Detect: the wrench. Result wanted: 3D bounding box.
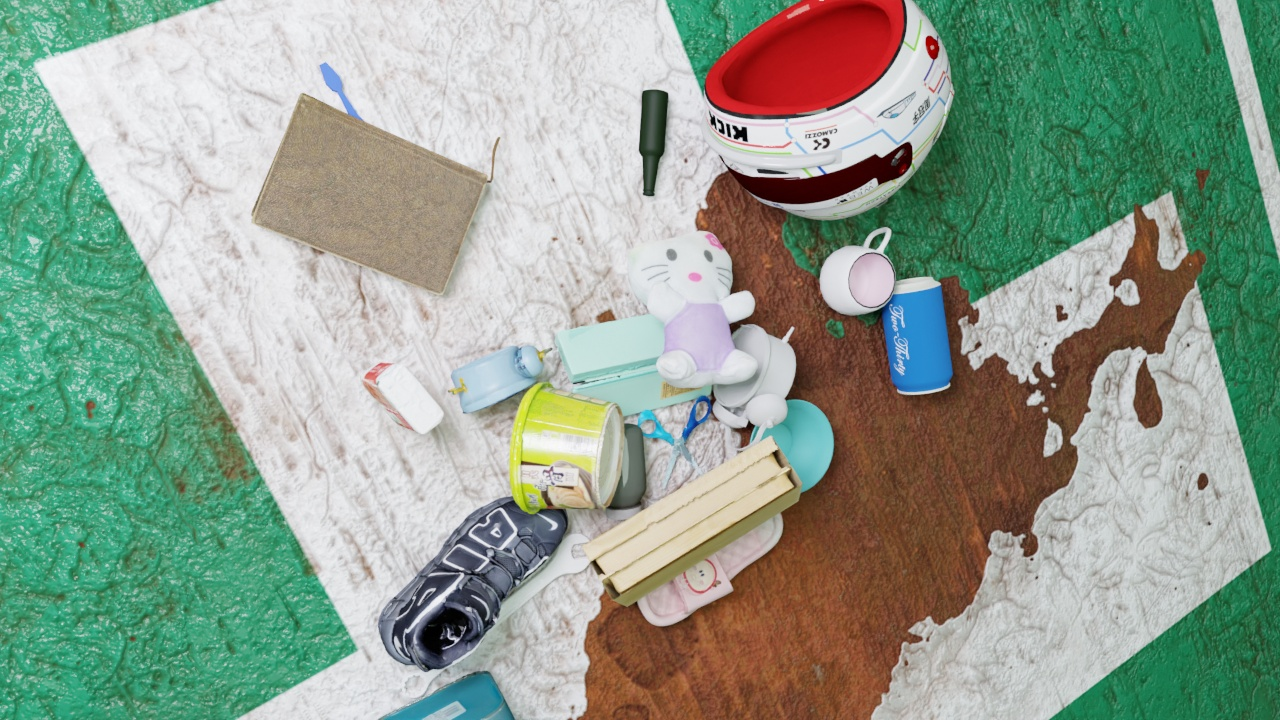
[{"bbox_3d":[-0.167,0.301,1.087,0.273,0.009,0.047,-38,106,-14],"label":"wrench"}]

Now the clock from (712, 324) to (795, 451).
[{"bbox_3d":[0.134,0.032,1.123,0.061,0.120,0.159,20,76,-26],"label":"clock"}]

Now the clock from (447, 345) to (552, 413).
[{"bbox_3d":[-0.154,0.015,1.027,0.124,0.089,0.051,-25,96,-15],"label":"clock"}]

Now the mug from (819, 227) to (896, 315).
[{"bbox_3d":[0.284,-0.118,1.186,0.090,0.076,0.123,30,84,-20],"label":"mug"}]

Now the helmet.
[{"bbox_3d":[0.218,-0.278,1.065,0.314,0.231,0.236,-41,141,-17],"label":"helmet"}]

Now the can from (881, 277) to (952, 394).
[{"bbox_3d":[0.367,-0.034,1.222,0.078,0.079,0.146,-14,99,-19],"label":"can"}]

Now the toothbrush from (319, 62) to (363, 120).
[{"bbox_3d":[-0.293,-0.235,0.997,0.016,0.011,0.187,-34,108,-15],"label":"toothbrush"}]

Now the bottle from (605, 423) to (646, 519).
[{"bbox_3d":[-0.023,0.132,1.100,0.060,0.060,0.108,-6,96,-20],"label":"bottle"}]

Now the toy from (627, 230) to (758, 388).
[{"bbox_3d":[0.061,-0.059,1.070,0.137,0.086,0.209,-2,57,-14],"label":"toy"}]

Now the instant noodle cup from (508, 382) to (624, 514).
[{"bbox_3d":[-0.077,0.100,1.014,0.098,0.146,0.146,5,93,11],"label":"instant noodle cup"}]

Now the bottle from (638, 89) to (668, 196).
[{"bbox_3d":[0.014,-0.259,1.096,0.033,0.033,0.123,2,94,-21],"label":"bottle"}]

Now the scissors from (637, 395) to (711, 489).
[{"bbox_3d":[0.053,0.096,1.143,0.127,0.014,0.127,-41,114,-10],"label":"scissors"}]

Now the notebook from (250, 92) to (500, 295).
[{"bbox_3d":[-0.277,-0.192,0.984,0.215,0.034,0.190,23,91,-20],"label":"notebook"}]

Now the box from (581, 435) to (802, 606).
[{"bbox_3d":[0.065,0.190,1.066,0.249,0.128,0.092,-31,81,-4],"label":"box"}]

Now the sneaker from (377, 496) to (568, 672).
[{"bbox_3d":[-0.173,0.244,1.004,0.252,0.151,0.097,-42,106,-15],"label":"sneaker"}]

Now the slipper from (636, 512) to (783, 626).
[{"bbox_3d":[0.088,0.246,1.154,0.221,0.056,0.107,-32,103,-16],"label":"slipper"}]

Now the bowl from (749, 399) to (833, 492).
[{"bbox_3d":[0.184,0.109,1.183,0.121,0.046,0.121,-2,95,-21],"label":"bowl"}]

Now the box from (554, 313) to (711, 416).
[{"bbox_3d":[-0.005,0.005,1.113,0.187,0.078,0.113,-14,128,-18],"label":"box"}]

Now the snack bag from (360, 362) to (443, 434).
[{"bbox_3d":[-0.255,0.038,0.976,0.036,0.116,0.077,-43,108,-19],"label":"snack bag"}]

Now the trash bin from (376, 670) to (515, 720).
[{"bbox_3d":[-0.187,0.487,1.006,0.196,0.199,0.218,-22,95,-18],"label":"trash bin"}]
